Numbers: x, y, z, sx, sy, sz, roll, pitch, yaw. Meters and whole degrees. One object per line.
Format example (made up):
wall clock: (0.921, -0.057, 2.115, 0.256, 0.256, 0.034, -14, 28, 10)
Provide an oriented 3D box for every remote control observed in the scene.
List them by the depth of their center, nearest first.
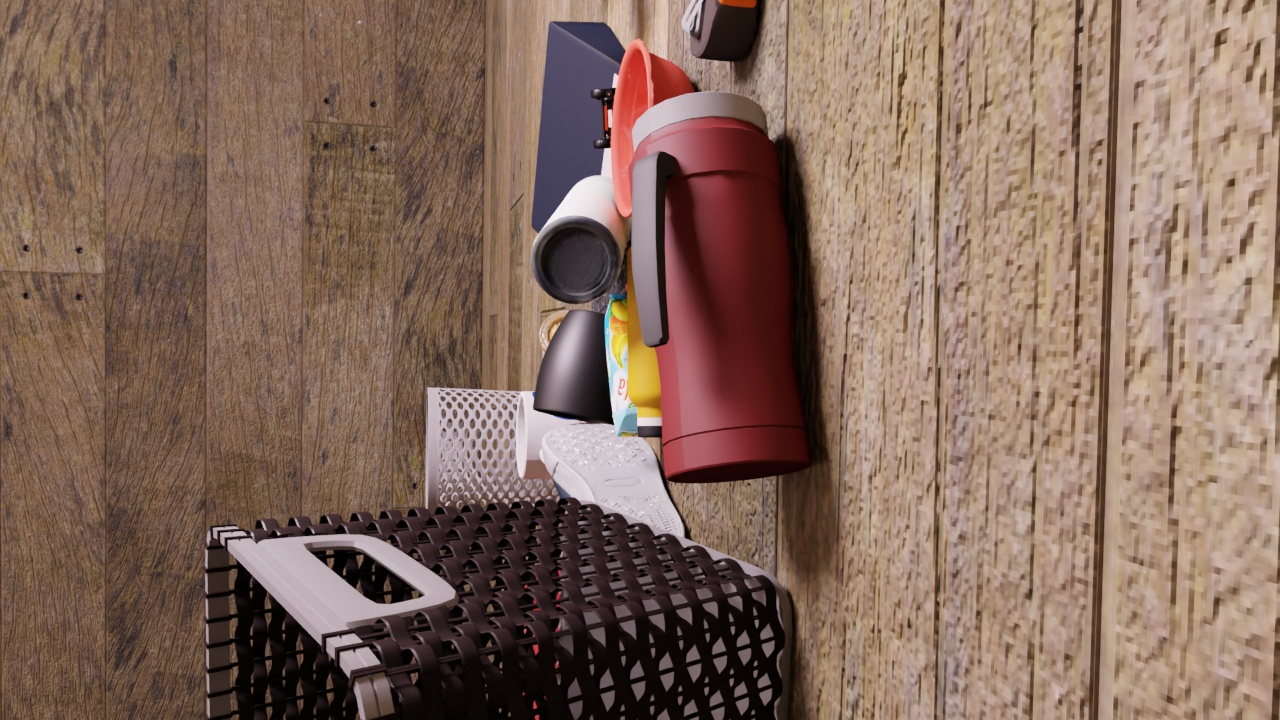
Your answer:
remote control: (-0.022, -0.071, 0.883, 0.150, 0.022, 0.047, 147, 123, -71)

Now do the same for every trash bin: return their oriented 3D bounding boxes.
trash bin: (-0.159, 0.111, 1.085, 0.156, 0.183, 0.156, 180, 91, -76)

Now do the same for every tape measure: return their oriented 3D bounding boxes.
tape measure: (0.047, -0.218, 0.572, 0.058, 0.038, 0.059, -111, 25, -56)

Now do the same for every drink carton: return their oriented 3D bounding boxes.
drink carton: (-0.004, 0.004, 0.762, 0.039, 0.044, 0.128, 110, 158, -54)

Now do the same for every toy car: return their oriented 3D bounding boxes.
toy car: (-0.016, -0.211, 0.800, 0.100, 0.049, 0.051, -85, -7, -75)

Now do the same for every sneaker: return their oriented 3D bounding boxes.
sneaker: (-0.023, 0.129, 0.758, 0.235, 0.089, 0.087, -125, 33, -60)

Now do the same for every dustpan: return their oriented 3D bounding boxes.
dustpan: (-0.061, -0.244, 1.011, 0.273, 0.080, 0.237, 45, 137, 42)

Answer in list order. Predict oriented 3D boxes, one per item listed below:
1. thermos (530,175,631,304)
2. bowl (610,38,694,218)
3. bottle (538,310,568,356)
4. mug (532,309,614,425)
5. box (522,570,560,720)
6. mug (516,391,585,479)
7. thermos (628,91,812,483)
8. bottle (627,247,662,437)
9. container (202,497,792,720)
thermos: (-0.042, -0.106, 0.758, 0.229, 0.068, 0.068, -81, -3, -71)
bowl: (0.012, -0.173, 0.695, 0.130, 0.045, 0.130, 180, 91, -76)
bottle: (-0.076, -0.004, 0.976, 0.105, 0.056, 0.056, 89, 174, -62)
mug: (-0.048, 0.009, 0.891, 0.119, 0.085, 0.100, 33, -114, -71)
box: (-0.069, 0.285, 0.895, 0.129, 0.087, 0.157, 118, 154, -61)
mug: (-0.078, 0.084, 0.953, 0.121, 0.090, 0.091, -123, 36, -66)
thermos: (0.034, -0.039, 0.487, 0.084, 0.108, 0.198, -16, 72, 37)
bottle: (0.011, -0.014, 0.697, 0.043, 0.043, 0.143, 166, 104, -76)
container: (-0.083, 0.219, 0.516, 0.248, 0.243, 0.245, 10, 100, 51)
